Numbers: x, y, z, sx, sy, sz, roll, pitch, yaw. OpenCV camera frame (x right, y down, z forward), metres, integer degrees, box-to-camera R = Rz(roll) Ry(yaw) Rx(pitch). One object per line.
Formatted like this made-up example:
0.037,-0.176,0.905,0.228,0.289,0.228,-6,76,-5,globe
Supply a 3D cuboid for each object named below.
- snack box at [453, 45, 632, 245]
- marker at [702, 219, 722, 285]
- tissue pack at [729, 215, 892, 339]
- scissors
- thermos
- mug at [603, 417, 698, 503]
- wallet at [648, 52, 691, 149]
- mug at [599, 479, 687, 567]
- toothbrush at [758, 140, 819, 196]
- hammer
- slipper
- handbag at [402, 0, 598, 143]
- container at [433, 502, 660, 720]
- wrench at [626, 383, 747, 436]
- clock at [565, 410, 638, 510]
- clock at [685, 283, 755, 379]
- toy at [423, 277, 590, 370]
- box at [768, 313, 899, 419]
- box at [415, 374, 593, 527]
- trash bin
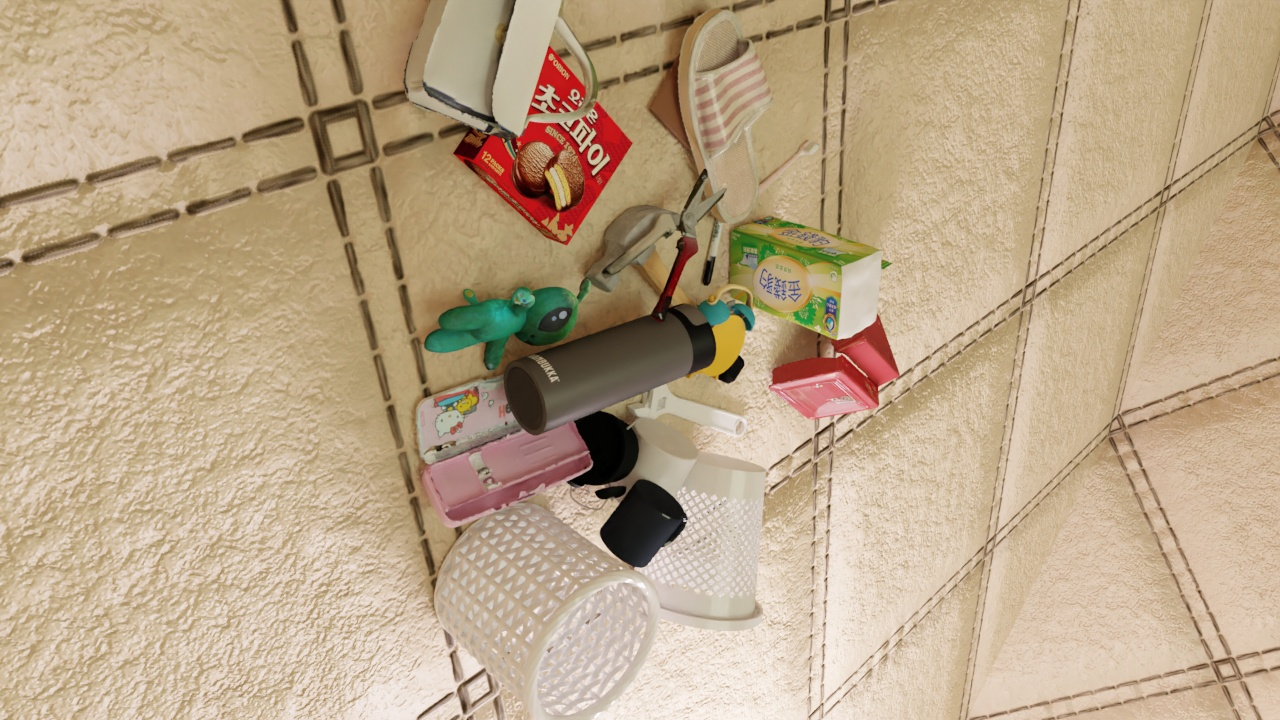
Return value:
-0.094,-0.215,0.928,0.132,0.036,0.152,-58,139,-7,snack box
0.099,-0.168,1.171,0.011,0.011,0.152,-5,112,-45,marker
0.231,-0.120,1.190,0.141,0.198,0.120,-24,131,-34,tissue pack
0.034,-0.131,1.040,0.179,0.015,0.185,-8,85,-25,scissors
-0.028,0.005,1.022,0.239,0.082,0.082,-21,123,-34,thermos
-0.001,0.128,1.155,0.121,0.091,0.090,25,108,-8,mug
0.062,-0.317,1.056,0.087,0.013,0.121,33,85,-49,wallet
0.013,0.197,1.101,0.105,0.071,0.077,21,111,-45,mug
0.175,-0.238,1.211,0.180,0.018,0.016,-43,134,-22,toothbrush
0.052,-0.068,1.154,0.131,0.039,0.328,-55,139,-12,hammer
0.109,-0.277,1.076,0.114,0.052,0.263,-40,136,-27,slipper
-0.105,-0.273,0.823,0.175,0.074,0.151,19,89,-35,handbag
-0.108,0.285,1.048,0.188,0.187,0.189,-22,124,-38,container
0.072,0.069,1.257,0.273,0.018,0.066,20,94,-50,wrench
-0.050,0.118,1.102,0.042,0.091,0.120,18,89,-59,clock
0.101,-0.036,1.163,0.099,0.044,0.130,5,111,-49,clock
-0.131,-0.047,0.954,0.192,0.072,0.131,-11,155,-39,toy
0.300,-0.018,1.402,0.156,0.157,0.170,36,55,-49,box
-0.152,0.088,1.017,0.201,0.067,0.153,-18,94,-40,box
0.086,0.232,1.241,0.195,0.196,0.199,8,94,-48,trash bin
